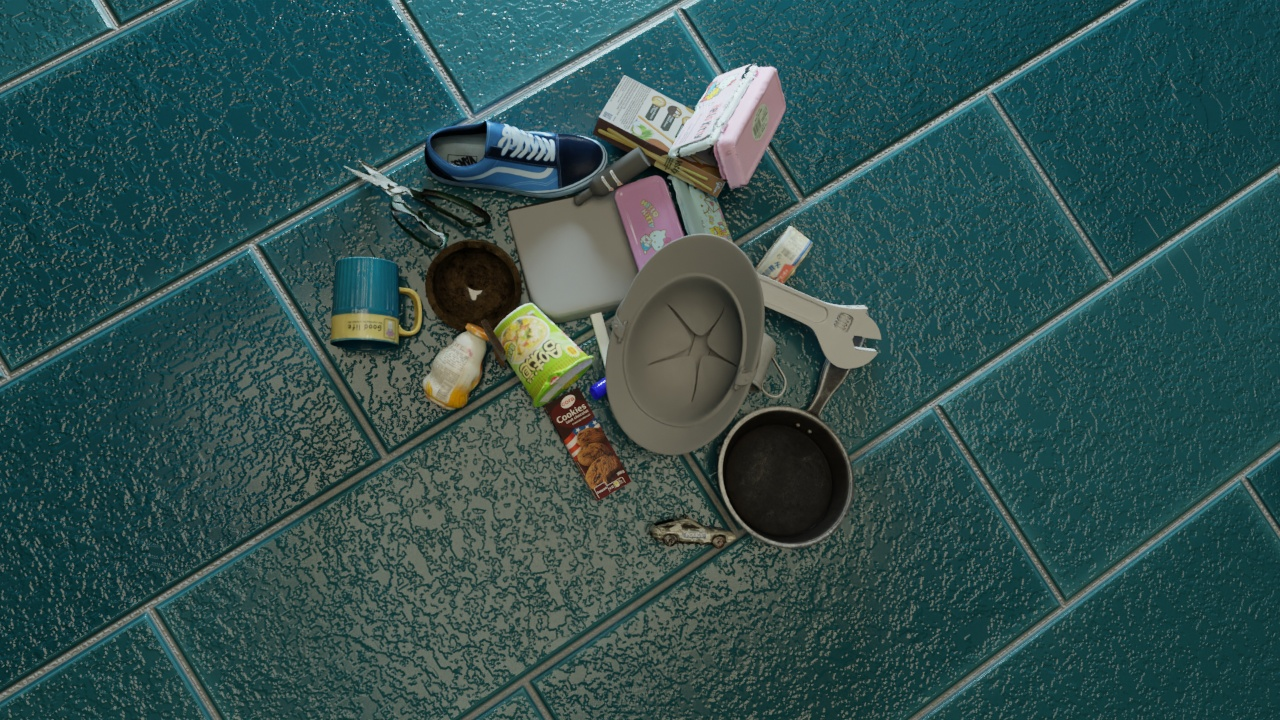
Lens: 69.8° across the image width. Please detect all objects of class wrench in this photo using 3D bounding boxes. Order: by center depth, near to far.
[{"bbox_3d":[0.191,-0.066,1.200,0.273,0.018,0.087,21,105,-10],"label":"wrench"}]

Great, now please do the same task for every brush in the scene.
[{"bbox_3d":[-0.178,-0.012,1.143,0.008,0.143,0.045,-31,79,-11],"label":"brush"}]

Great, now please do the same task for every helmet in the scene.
[{"bbox_3d":[0.067,-0.022,1.130,0.183,0.117,0.271,22,104,16],"label":"helmet"}]

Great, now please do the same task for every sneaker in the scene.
[{"bbox_3d":[-0.160,-0.267,1.197,0.241,0.098,0.083,-1,80,-7],"label":"sneaker"}]

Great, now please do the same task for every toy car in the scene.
[{"bbox_3d":[0.068,0.221,1.194,0.112,0.048,0.040,4,87,-8],"label":"toy car"}]

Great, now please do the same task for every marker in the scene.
[{"bbox_3d":[-0.007,0.007,1.206,0.141,0.020,0.020,-34,88,-25],"label":"marker"}]

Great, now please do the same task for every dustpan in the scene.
[{"bbox_3d":[-0.068,-0.097,1.226,0.163,0.033,0.257,-14,77,-9],"label":"dustpan"}]

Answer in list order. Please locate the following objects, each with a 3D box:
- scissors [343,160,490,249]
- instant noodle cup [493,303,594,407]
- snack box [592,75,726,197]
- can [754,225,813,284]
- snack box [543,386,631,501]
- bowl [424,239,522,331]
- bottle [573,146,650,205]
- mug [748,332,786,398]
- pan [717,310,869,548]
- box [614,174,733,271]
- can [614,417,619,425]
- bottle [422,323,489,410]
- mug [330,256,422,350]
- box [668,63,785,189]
[{"bbox_3d":[-0.288,-0.216,1.204,0.209,0.015,0.146,42,41,22],"label":"scissors"},{"bbox_3d":[-0.131,-0.011,1.179,0.099,0.099,0.108,-39,80,-10],"label":"instant noodle cup"},{"bbox_3d":[0.040,-0.303,1.238,0.186,0.032,0.100,26,53,-3],"label":"snack box"},{"bbox_3d":[0.191,-0.135,1.232,0.043,0.086,0.086,37,80,0],"label":"can"},{"bbox_3d":[-0.070,0.109,1.199,0.051,0.032,0.141,-29,88,-9],"label":"snack box"},{"bbox_3d":[-0.213,-0.102,1.187,0.121,0.056,0.121,-1,111,-4],"label":"bowl"},{"bbox_3d":[-0.041,-0.239,1.213,0.113,0.030,0.030,-30,87,19],"label":"bottle"},{"bbox_3d":[0.144,0.002,1.209,0.113,0.084,0.070,22,79,5],"label":"mug"},{"bbox_3d":[0.227,0.082,1.230,0.187,0.055,0.356,29,68,-2],"label":"pan"},{"bbox_3d":[0.061,-0.149,1.220,0.149,0.049,0.214,-14,77,-19],"label":"box"},{"bbox_3d":[0.024,0.067,1.199,0.105,0.064,0.064,17,81,-5],"label":"can"},{"bbox_3d":[-0.230,0.007,1.166,0.063,0.063,0.109,30,96,-3],"label":"bottle"},{"bbox_3d":[-0.335,-0.069,1.171,0.113,0.083,0.107,5,78,-35],"label":"mug"},{"bbox_3d":[0.115,-0.314,1.226,0.103,0.087,0.201,3,46,29],"label":"box"}]
